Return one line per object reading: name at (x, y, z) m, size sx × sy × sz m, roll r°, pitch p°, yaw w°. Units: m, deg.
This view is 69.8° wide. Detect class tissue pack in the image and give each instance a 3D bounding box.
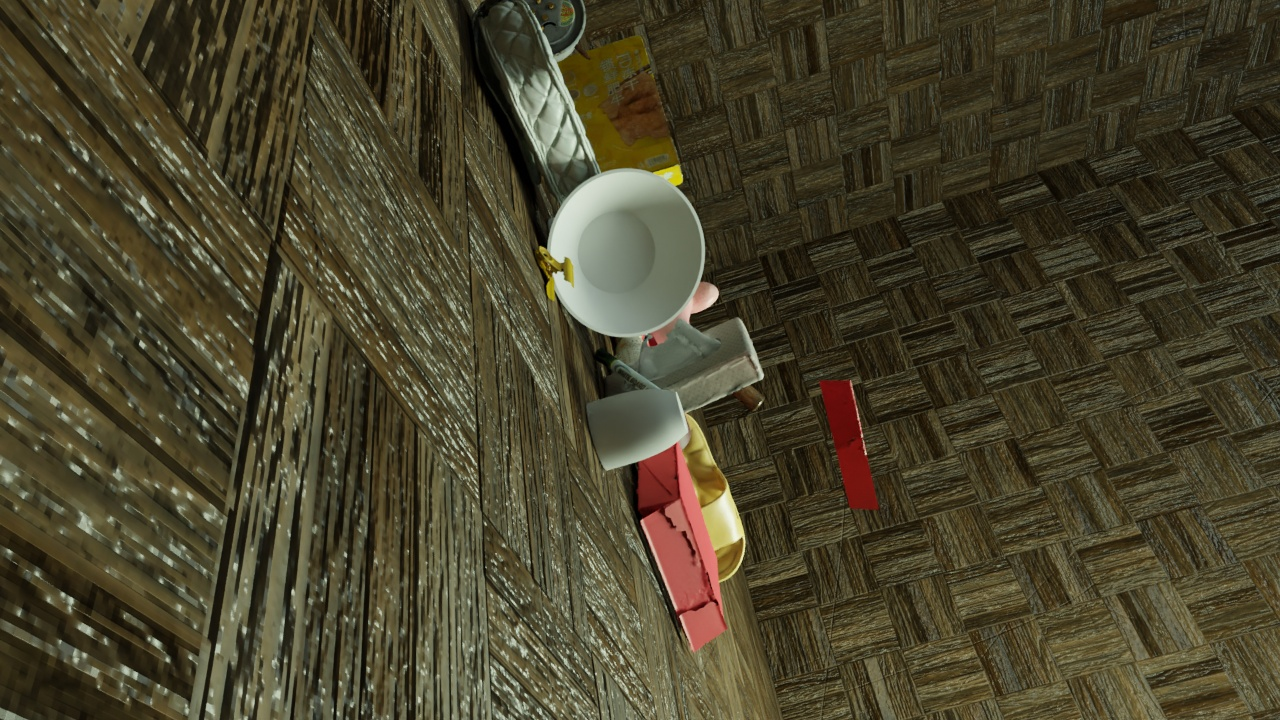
tissue pack at (0.041, 0.011, 1.056) m, size 0.071 × 0.181 × 0.103 m, roll 57°, pitch 13°, yaw -29°

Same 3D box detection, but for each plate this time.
plate at (-0.018, -0.113, 0.971) m, size 0.036 × 0.173 × 0.174 m, roll 24°, pitch -46°, yaw 68°

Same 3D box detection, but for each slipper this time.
slipper at (0.085, 0.199, 1.339) m, size 0.078 × 0.099 × 0.263 m, roll 153°, pitch -84°, yaw -82°

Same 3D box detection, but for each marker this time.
marker at (-0.008, 0.020, 1.025) m, size 0.146 × 0.017 × 0.017 m, roll 34°, pitch -28°, yaw 48°

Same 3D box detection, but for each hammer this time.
hammer at (0.079, -0.027, 1.506) m, size 0.300 × 0.037 × 0.217 m, roll 40°, pitch 6°, yaw 1°

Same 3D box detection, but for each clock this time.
clock at (-0.126, -0.438, 1.152) m, size 0.056 × 0.104 × 0.148 m, roll 136°, pitch -67°, yaw -85°

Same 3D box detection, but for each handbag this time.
handbag at (-0.108, -0.261, 0.942) m, size 0.195 × 0.072 × 0.138 m, roll 66°, pitch 0°, yaw -51°

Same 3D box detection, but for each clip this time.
clip at (-0.084, -0.088, 0.896) m, size 0.054 × 0.048 × 0.046 m, roll -95°, pitch -168°, yaw -57°

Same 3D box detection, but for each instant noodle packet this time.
instant noodle packet at (-0.047, -0.330, 1.266) m, size 0.084 × 0.163 × 0.221 m, roll 47°, pitch 27°, yaw -76°

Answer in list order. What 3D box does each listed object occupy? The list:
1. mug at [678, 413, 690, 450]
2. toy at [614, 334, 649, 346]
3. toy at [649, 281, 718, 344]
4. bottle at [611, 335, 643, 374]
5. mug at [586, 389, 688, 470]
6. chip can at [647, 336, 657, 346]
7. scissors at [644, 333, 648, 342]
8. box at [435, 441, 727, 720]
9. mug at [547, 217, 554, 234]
mug at (0.013, 0.069, 1.225) m, size 0.106 × 0.073 × 0.083 m, roll 39°, pitch -21°, yaw 43°
toy at (-0.011, -0.020, 1.322) m, size 0.092 × 0.045 × 0.135 m, roll 59°, pitch 17°, yaw -61°
toy at (0.018, -0.087, 1.273) m, size 0.236 × 0.191 × 0.097 m, roll -117°, pitch -142°, yaw -49°
bottle at (-0.007, 0.007, 1.182) m, size 0.063 × 0.063 × 0.108 m, roll 68°, pitch 7°, yaw -46°
mug at (0.001, 0.064, 0.942) m, size 0.107 × 0.089 × 0.071 m, roll 4°, pitch 70°, yaw -84°
chip can at (0.037, 0.019, 1.423) m, size 0.220 × 0.069 × 0.069 m, roll -119°, pitch -170°, yaw -74°
scissors at (-0.002, -0.106, 1.124) m, size 0.175 × 0.013 × 0.170 m, roll 177°, pitch -94°, yaw -81°
box at (-0.042, 0.274, 1.079) m, size 0.148 × 0.373 × 0.213 m, roll 24°, pitch -40°, yaw 52°
mug at (-0.046, -0.120, 1.025) m, size 0.074 × 0.090 × 0.110 m, roll 61°, pitch 14°, yaw -66°
